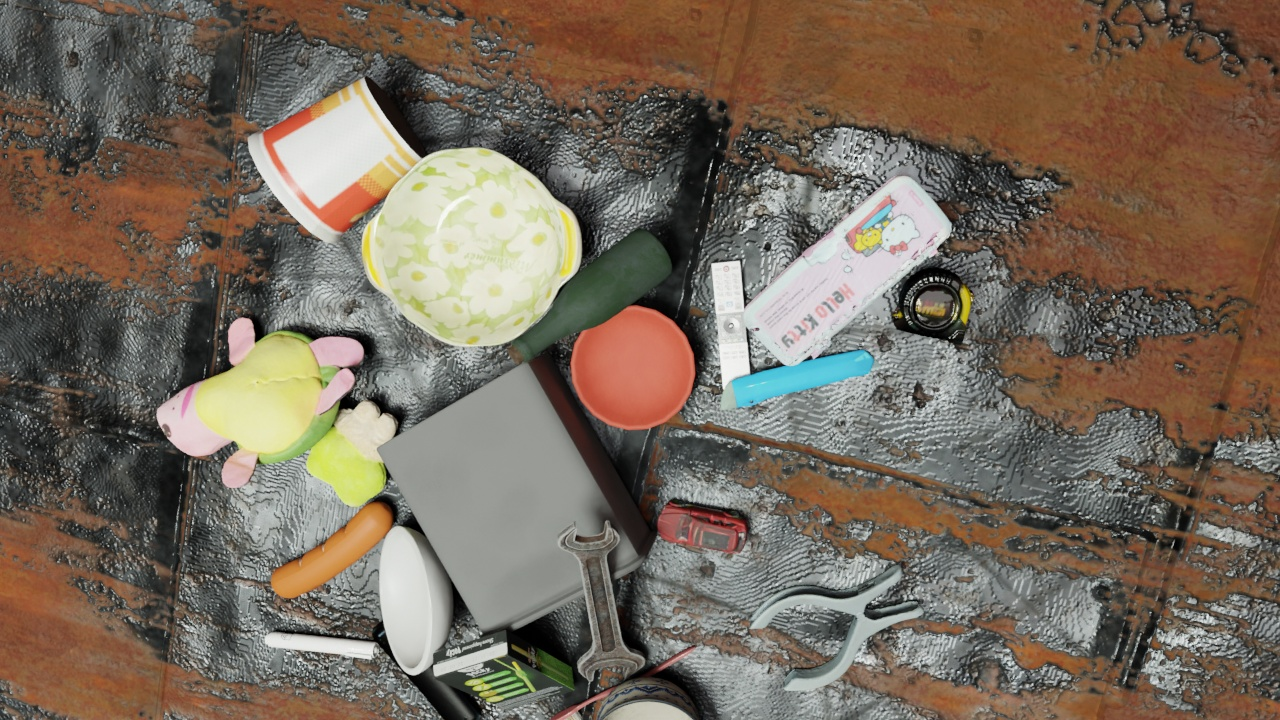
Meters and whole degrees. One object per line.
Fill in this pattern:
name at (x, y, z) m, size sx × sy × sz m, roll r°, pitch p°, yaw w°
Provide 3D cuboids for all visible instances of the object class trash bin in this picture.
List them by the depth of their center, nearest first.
trash bin at (-0.122, 0.134, 0.914) m, size 0.192 × 0.097 × 0.220 m, roll -29°, pitch 92°, yaw 13°

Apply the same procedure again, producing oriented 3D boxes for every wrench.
wrench at (-0.037, 0.237, 0.876) m, size 0.070 × 0.010 × 0.274 m, roll -11°, pitch 134°, yaw -5°

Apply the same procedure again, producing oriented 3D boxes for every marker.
marker at (-0.356, 0.317, 1.021) m, size 0.133 × 0.020 × 0.017 m, roll 3°, pitch 121°, yaw 9°

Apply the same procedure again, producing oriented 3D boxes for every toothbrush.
toothbrush at (-0.018, 0.347, 0.971) m, size 0.185 × 0.015 × 0.015 m, roll -32°, pitch 95°, yaw 12°

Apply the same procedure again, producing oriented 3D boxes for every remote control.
remote control at (0.089, -0.034, 0.893) m, size 0.028 × 0.011 × 0.124 m, roll -5°, pitch 98°, yaw 10°
remote control at (-0.236, 0.344, 1.005) m, size 0.041 × 0.020 × 0.152 m, roll -40°, pitch 91°, yaw 14°

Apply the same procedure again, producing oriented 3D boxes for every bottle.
bottle at (-0.051, -0.054, 0.852) m, size 0.174 × 0.055 × 0.055 m, roll -38°, pitch 91°, yaw -18°

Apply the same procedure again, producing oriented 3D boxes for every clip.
clip at (0.179, 0.238, 0.913) m, size 0.172 × 0.029 × 0.143 m, roll -39°, pitch 92°, yaw 12°

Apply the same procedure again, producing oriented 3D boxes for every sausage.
sausage at (-0.331, 0.207, 0.989) m, size 0.164 × 0.039 × 0.044 m, roll -35°, pitch 72°, yaw 13°

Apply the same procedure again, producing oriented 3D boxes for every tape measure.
tape measure at (0.270, -0.054, 0.848) m, size 0.067 × 0.038 × 0.063 m, roll 12°, pitch 109°, yaw 11°

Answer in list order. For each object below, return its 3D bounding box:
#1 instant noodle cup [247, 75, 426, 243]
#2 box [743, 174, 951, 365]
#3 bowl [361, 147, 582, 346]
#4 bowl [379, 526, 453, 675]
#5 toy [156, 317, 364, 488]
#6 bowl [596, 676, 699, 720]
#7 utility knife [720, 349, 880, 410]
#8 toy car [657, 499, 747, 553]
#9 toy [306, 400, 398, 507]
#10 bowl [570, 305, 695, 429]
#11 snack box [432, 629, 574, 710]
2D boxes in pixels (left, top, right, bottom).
instant noodle cup at (-0.284, -0.198, 0.883) m, size 0.121 × 0.123 × 0.123 m, roll -33°, pitch 92°, yaw 5°
box at (0.190, -0.080, 0.851) m, size 0.202 × 0.044 × 0.086 m, roll -41°, pitch 93°, yaw 12°
bowl at (-0.158, -0.111, 0.900) m, size 0.219 × 0.060 × 0.188 m, roll -2°, pitch 99°, yaw 11°
bowl at (-0.226, 0.244, 0.948) m, size 0.043 × 0.150 × 0.149 m, roll -2°, pitch 102°, yaw -34°
toy at (-0.391, 0.042, 0.947) m, size 0.238 × 0.087 × 0.190 m, roll -19°, pitch 67°, yaw 12°
bowl at (0.008, 0.375, 0.941) m, size 0.115 × 0.059 × 0.116 m, roll 0°, pitch 110°, yaw 0°
utility knife at (0.153, 0.018, 0.884) m, size 0.158 × 0.015 × 0.031 m, roll -12°, pitch 94°, yaw 4°
toy car at (0.061, 0.169, 0.920) m, size 0.091 × 0.036 × 0.042 m, roll 11°, pitch 101°, yaw 13°
toy at (-0.297, 0.094, 0.961) m, size 0.092 × 0.046 × 0.115 m, roll 39°, pitch 108°, yaw 4°
bowl at (-0.005, 0.005, 0.904) m, size 0.122 × 0.035 × 0.122 m, roll 2°, pitch 99°, yaw 9°
snack box at (-0.135, 0.316, 0.928) m, size 0.080 × 0.147 × 0.025 m, roll -21°, pitch 53°, yaw 12°
